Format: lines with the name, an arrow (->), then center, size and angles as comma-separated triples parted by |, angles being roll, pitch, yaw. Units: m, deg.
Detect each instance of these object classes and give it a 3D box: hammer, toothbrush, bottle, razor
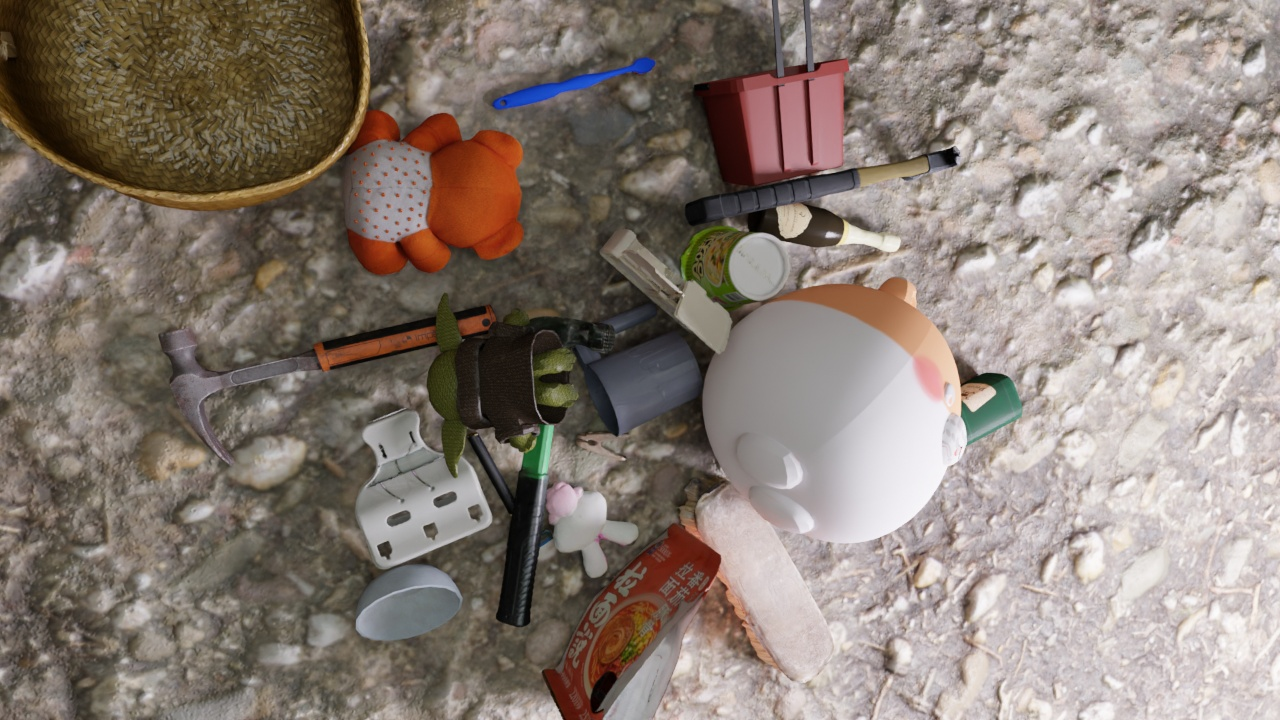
hammer -> 0.205, -0.190, 0.990 | 0.332, 0.118, 0.025 | -15, 96, -22
toothbrush -> -0.069, -0.293, 0.974 | 0.182, 0.018, 0.016 | -19, 99, -12
bottle -> 0.215, -0.150, 1.054 | 0.184, 0.045, 0.045 | 8, 92, -17
hammer -> -0.295, 0.005, 0.917 | 0.314, 0.035, 0.138 | -14, 98, -16
razor -> -0.146, 0.140, 0.981 | 0.042, 0.022, 0.144 | -31, 97, -22
hammer -> -0.110, 0.113, 0.942 | 0.130, 0.032, 0.318 | 8, 91, 22
bottle -> 0.390, 0.067, 1.115 | 0.131, 0.061, 0.061 | -25, 98, -14

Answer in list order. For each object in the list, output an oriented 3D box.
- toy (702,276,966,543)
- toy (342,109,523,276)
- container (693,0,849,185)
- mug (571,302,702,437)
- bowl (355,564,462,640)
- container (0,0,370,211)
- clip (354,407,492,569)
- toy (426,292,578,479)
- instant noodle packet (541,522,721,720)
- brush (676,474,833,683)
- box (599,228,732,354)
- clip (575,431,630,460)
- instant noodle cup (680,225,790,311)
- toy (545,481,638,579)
toy -> 0.209, 0.046, 0.956 | 0.280, 0.266, 0.263 | -43, 134, -28
toy -> -0.202, -0.165, 0.909 | 0.172, 0.093, 0.164 | 1, 91, -5
container -> 0.140, -0.298, 0.977 | 0.148, 0.127, 0.201 | -15, 108, -15
mug -> -0.006, 0.006, 0.989 | 0.104, 0.084, 0.124 | -24, 74, -15
bowl -> -0.238, 0.240, 0.932 | 0.106, 0.039, 0.106 | -15, 142, -12
container -> -0.389, -0.276, 0.783 | 0.306, 0.197, 0.307 | -2, 95, -19
clip -> -0.236, 0.123, 0.943 | 0.126, 0.096, 0.152 | -22, 80, -16
toy -> -0.136, 0.021, 0.895 | 0.153, 0.078, 0.179 | -4, 88, 23
instant noodle packet -> 0.004, 0.281, 0.961 | 0.084, 0.164, 0.220 | 36, 84, -14
brush -> 0.135, 0.251, 1.055 | 0.083, 0.057, 0.271 | -35, 104, -16
box -> 0.026, -0.071, 0.932 | 0.143, 0.184, 0.050 | 40, 89, -12
clip -> -0.038, 0.085, 1.007 | 0.060, 0.024, 0.041 | 21, 88, -14
instant noodle cup -> 0.107, -0.100, 0.993 | 0.098, 0.108, 0.099 | -1, 95, -18
toy -> -0.061, 0.179, 0.999 | 0.079, 0.038, 0.122 | -46, 115, -14
